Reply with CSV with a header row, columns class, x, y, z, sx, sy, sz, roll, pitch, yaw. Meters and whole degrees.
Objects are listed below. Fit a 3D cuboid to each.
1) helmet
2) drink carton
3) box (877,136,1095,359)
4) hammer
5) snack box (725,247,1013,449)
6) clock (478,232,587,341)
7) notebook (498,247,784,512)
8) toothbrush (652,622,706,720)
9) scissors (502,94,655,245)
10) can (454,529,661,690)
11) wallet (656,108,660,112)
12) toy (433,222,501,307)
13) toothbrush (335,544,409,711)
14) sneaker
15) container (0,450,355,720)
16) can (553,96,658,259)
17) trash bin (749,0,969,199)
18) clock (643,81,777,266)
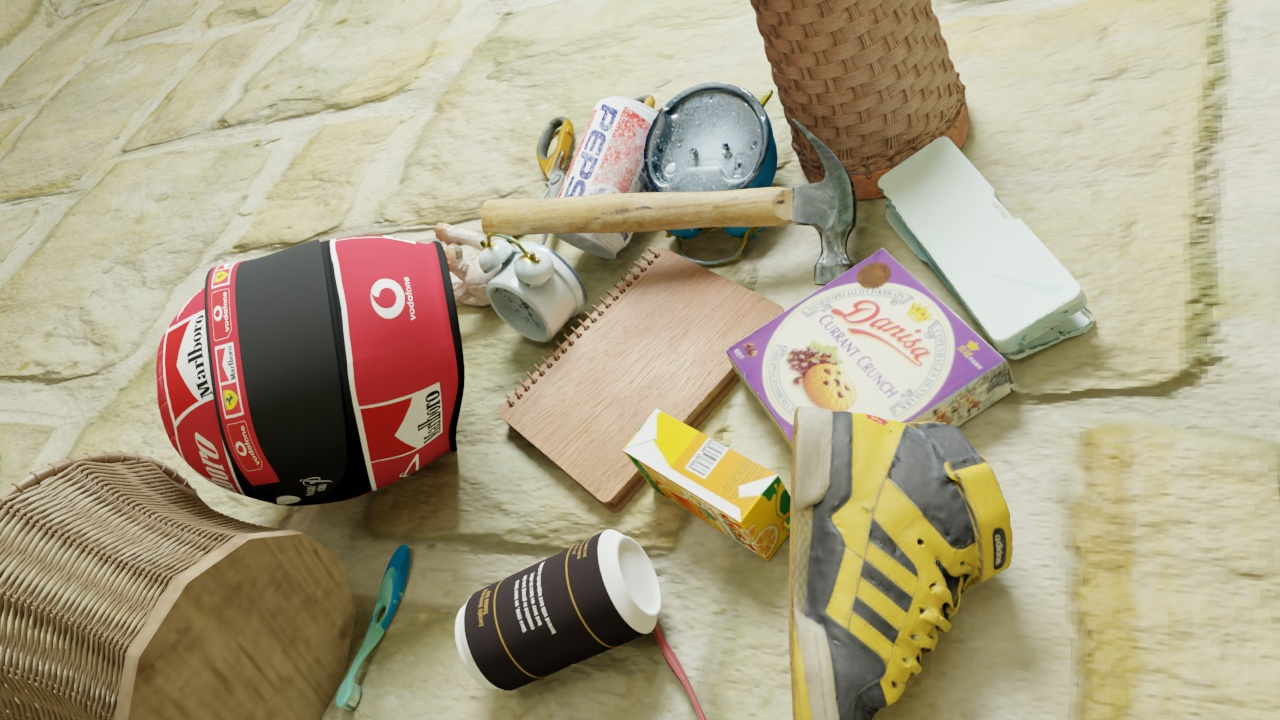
class,x,y,z,sx,sy,sz,roll,pitch,yaw
helmet,-0.264,0.012,0.736,0.224,0.271,0.197,-9,73,-15
drink carton,0.051,0.087,0.641,0.122,0.058,0.041,26,70,41
box,0.246,-0.086,0.679,0.085,0.071,0.198,-15,47,-8
hammer,0.014,-0.129,0.780,0.331,0.033,0.132,1,93,21
snack box,0.158,0.007,0.658,0.148,0.040,0.143,-34,45,1
clock,-0.099,-0.070,0.815,0.083,0.118,0.057,17,57,38
notebook,-0.004,0.005,0.767,0.210,0.022,0.169,-47,48,-12
toothbrush,0.018,0.195,0.604,0.016,0.015,0.184,-34,44,5
scissors,-0.080,-0.206,0.969,0.225,0.016,0.226,-44,36,7
can,-0.055,0.168,0.616,0.129,0.072,0.071,-28,45,18
wallet,0.054,-0.227,0.928,0.087,0.013,0.120,-15,50,19
toy,-0.147,-0.094,0.894,0.106,0.085,0.074,-5,18,1
toothbrush,-0.207,0.207,0.722,0.022,0.017,0.135,-6,49,26
sneaker,0.147,0.141,0.527,0.122,0.086,0.238,0,69,9
container,-0.352,0.197,0.677,0.196,0.227,0.226,10,59,27
can,-0.028,-0.171,0.864,0.078,0.078,0.136,19,84,39
trash bin,0.176,-0.258,0.747,0.151,0.210,0.151,-15,49,18
clock,0.064,-0.165,0.816,0.117,0.060,0.161,5,85,25
